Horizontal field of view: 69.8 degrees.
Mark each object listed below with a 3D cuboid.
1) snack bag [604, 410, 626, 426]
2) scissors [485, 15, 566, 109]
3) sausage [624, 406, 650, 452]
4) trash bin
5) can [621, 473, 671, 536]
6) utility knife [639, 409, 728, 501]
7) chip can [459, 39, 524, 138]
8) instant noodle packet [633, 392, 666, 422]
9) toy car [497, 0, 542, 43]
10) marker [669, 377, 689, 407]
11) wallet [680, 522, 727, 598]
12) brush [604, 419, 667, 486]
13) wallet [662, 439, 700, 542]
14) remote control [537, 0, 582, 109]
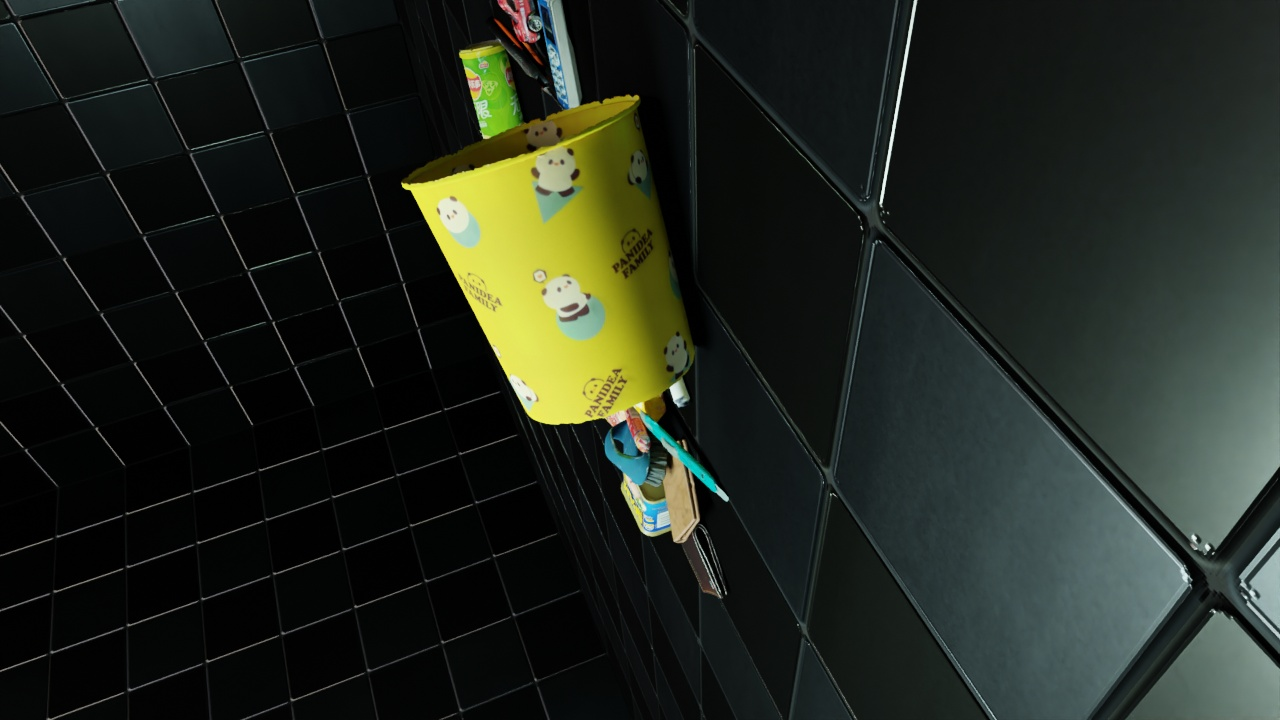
[{"bbox_3d":[-0.063,0.031,1.307,0.208,0.073,0.129,42,153,30],"label":"snack bag"},{"bbox_3d":[-0.128,-0.343,1.105,0.125,0.022,0.234,32,-159,-40],"label":"scissors"},{"bbox_3d":[-0.007,0.074,1.150,0.155,0.020,0.020,-112,9,-64],"label":"sausage"},{"bbox_3d":[-0.071,-0.094,0.884,0.229,0.229,0.255,-137,26,-66],"label":"trash bin"},{"bbox_3d":[0.013,0.173,1.248,0.083,0.057,0.102,90,157,-50],"label":"can"},{"bbox_3d":[0.048,0.109,1.048,0.171,0.013,0.029,41,157,42],"label":"utility knife"},{"bbox_3d":[-0.214,-0.371,1.407,0.072,0.072,0.221,-131,25,-60],"label":"chip can"},{"bbox_3d":[-0.007,0.007,1.125,0.110,0.044,0.128,-127,20,-50],"label":"instant noodle packet"},{"bbox_3d":[-0.151,-0.443,1.104,0.053,0.045,0.121,-129,22,-61],"label":"toy car"},{"bbox_3d":[0.028,-0.012,1.012,0.130,0.018,0.023,71,158,5],"label":"marker"},{"bbox_3d":[0.078,0.254,1.176,0.122,0.020,0.096,125,125,-77],"label":"wallet"},{"bbox_3d":[-0.009,0.112,1.162,0.143,0.073,0.055,-113,36,-70],"label":"brush"},{"bbox_3d":[0.049,0.160,1.120,0.115,0.020,0.101,107,155,-64],"label":"wallet"},{"bbox_3d":[-0.089,-0.345,1.020,0.049,0.024,0.125,-126,20,-53],"label":"remote control"}]
